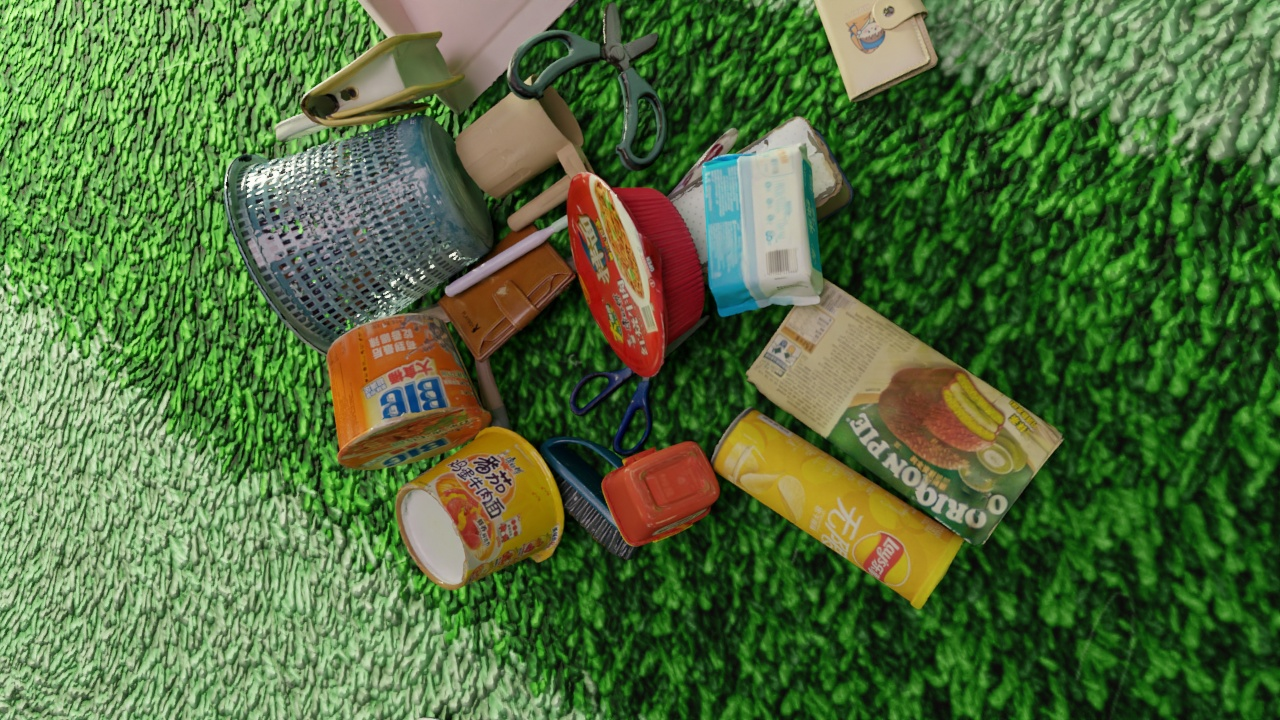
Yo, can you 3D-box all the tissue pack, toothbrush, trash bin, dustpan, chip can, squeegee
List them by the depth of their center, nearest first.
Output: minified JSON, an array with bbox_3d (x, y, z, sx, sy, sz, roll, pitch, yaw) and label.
[{"bbox_3d":[0.103,-0.111,0.775,0.090,0.063,0.140,-6,85,23],"label":"tissue pack"},{"bbox_3d":[0.166,0.123,0.792,0.213,0.072,0.072,33,99,21],"label":"chip can"},{"bbox_3d":[0.027,-0.157,0.897,0.188,0.017,0.016,-45,72,15],"label":"toothbrush"},{"bbox_3d":[-0.117,-0.117,0.914,0.189,0.029,0.021,-32,91,9],"label":"toothbrush"},{"bbox_3d":[-0.265,-0.140,0.929,0.195,0.226,0.226,-23,78,7],"label":"trash bin"},{"bbox_3d":[-0.149,0.039,0.948,0.248,0.040,0.249,-16,81,20],"label":"squeegee"},{"bbox_3d":[-0.217,-0.432,0.950,0.223,0.138,0.273,-42,72,15],"label":"dustpan"}]

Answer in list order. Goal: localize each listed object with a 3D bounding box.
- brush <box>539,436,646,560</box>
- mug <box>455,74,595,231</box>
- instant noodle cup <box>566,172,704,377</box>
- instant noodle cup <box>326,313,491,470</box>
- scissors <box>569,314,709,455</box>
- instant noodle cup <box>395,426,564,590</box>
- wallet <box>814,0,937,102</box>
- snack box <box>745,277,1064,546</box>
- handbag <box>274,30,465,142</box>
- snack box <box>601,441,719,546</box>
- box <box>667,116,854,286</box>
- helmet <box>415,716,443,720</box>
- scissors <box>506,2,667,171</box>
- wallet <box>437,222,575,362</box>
[{"bbox_3d":[-0.041,0.123,0.888,0.144,0.055,0.073,42,104,20],"label":"brush"},{"bbox_3d":[-0.114,-0.206,0.926,0.104,0.084,0.124,-30,81,20],"label":"mug"},{"bbox_3d":[0.000,-0.084,0.832,0.065,0.194,0.193,-21,76,-18],"label":"instant noodle cup"},{"bbox_3d":[-0.234,0.029,0.901,0.152,0.151,0.111,-27,72,19],"label":"instant noodle cup"},{"bbox_3d":[0.003,0.018,0.900,0.166,0.012,0.157,-17,79,20],"label":"scissors"},{"bbox_3d":[-0.158,0.146,0.877,0.138,0.109,0.138,21,123,36],"label":"instant noodle cup"},{"bbox_3d":[0.212,-0.302,0.825,0.087,0.024,0.115,-20,78,19],"label":"wallet"},{"bbox_3d":[0.219,0.038,0.780,0.240,0.063,0.114,36,101,20],"label":"snack box"},{"bbox_3d":[-0.277,-0.262,0.927,0.179,0.163,0.063,-23,106,16],"label":"handbag"},{"bbox_3d":[0.020,0.115,0.825,0.091,0.080,0.082,-21,77,-19],"label":"snack box"},{"bbox_3d":[0.107,-0.147,0.842,0.184,0.059,0.089,-28,78,17],"label":"box"},{"bbox_3d":[-0.249,0.500,0.898,0.230,0.156,0.274,46,104,19],"label":"helmet"},{"bbox_3d":[-0.049,-0.266,0.883,0.179,0.019,0.170,-5,86,-22],"label":"scissors"},{"bbox_3d":[-0.132,-0.067,0.929,0.131,0.035,0.119,-43,51,4],"label":"wallet"}]
